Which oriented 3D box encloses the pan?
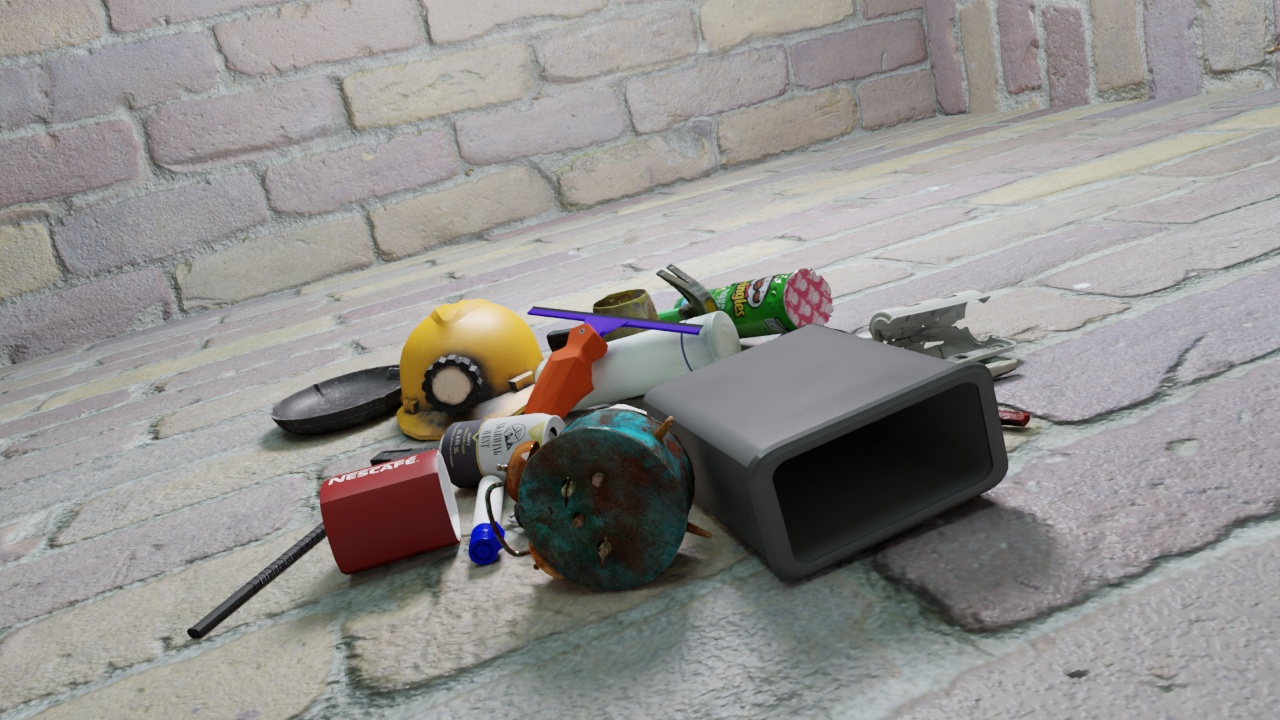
[{"bbox_3d":[-0.343,0.028,1.297,0.355,0.040,0.208,-25,20,-39],"label":"pan"}]

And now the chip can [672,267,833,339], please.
[{"bbox_3d":[0.127,-0.060,1.102,0.075,0.075,0.224,-23,10,-32],"label":"chip can"}]

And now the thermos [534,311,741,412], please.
[{"bbox_3d":[-0.006,0.006,0.988,0.231,0.068,0.067,-14,14,29],"label":"thermos"}]

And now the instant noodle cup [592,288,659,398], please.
[{"bbox_3d":[-0.010,-0.022,1.071,0.102,0.108,0.102,-14,17,4],"label":"instant noodle cup"}]

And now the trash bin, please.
[{"bbox_3d":[0.129,0.055,0.710,0.191,0.097,0.220,-21,16,-14],"label":"trash bin"}]

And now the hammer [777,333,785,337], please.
[{"bbox_3d":[0.122,0.017,0.987,0.127,0.029,0.322,-4,17,29],"label":"hammer"}]

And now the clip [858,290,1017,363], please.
[{"bbox_3d":[0.283,-0.034,0.928,0.126,0.110,0.151,-12,22,-23],"label":"clip"}]

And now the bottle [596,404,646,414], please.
[{"bbox_3d":[-0.011,0.066,0.895,0.041,0.041,0.116,-21,18,-27],"label":"bottle"}]

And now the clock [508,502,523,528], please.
[{"bbox_3d":[-0.059,0.112,0.771,0.123,0.044,0.091,-4,18,29],"label":"clock"}]

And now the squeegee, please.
[{"bbox_3d":[-0.077,0.021,0.946,0.250,0.055,0.184,9,64,41],"label":"squeegee"}]

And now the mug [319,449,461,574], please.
[{"bbox_3d":[-0.212,0.125,0.789,0.096,0.080,0.116,-15,10,-7],"label":"mug"}]

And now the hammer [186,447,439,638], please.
[{"bbox_3d":[-0.292,0.157,0.859,0.095,0.015,0.324,-6,18,22],"label":"hammer"}]

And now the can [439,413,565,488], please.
[{"bbox_3d":[-0.124,0.086,0.875,0.127,0.064,0.064,-7,17,19],"label":"can"}]

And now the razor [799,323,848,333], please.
[{"bbox_3d":[0.167,0.018,0.904,0.057,0.060,0.155,-16,32,32],"label":"razor"}]

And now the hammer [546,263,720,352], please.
[{"bbox_3d":[-0.019,-0.041,1.186,0.320,0.130,0.032,-9,21,49],"label":"hammer"}]

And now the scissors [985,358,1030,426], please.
[{"bbox_3d":[0.272,0.032,0.835,0.178,0.015,0.199,-26,19,-34],"label":"scissors"}]

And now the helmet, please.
[{"bbox_3d":[-0.220,-0.009,1.155,0.205,0.131,0.255,-13,15,2],"label":"helmet"}]

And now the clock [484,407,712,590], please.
[{"bbox_3d":[-0.039,0.103,0.657,0.158,0.121,0.073,-16,11,14],"label":"clock"}]

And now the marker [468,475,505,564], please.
[{"bbox_3d":[-0.130,0.133,0.790,0.027,0.023,0.133,-32,16,3],"label":"marker"}]
